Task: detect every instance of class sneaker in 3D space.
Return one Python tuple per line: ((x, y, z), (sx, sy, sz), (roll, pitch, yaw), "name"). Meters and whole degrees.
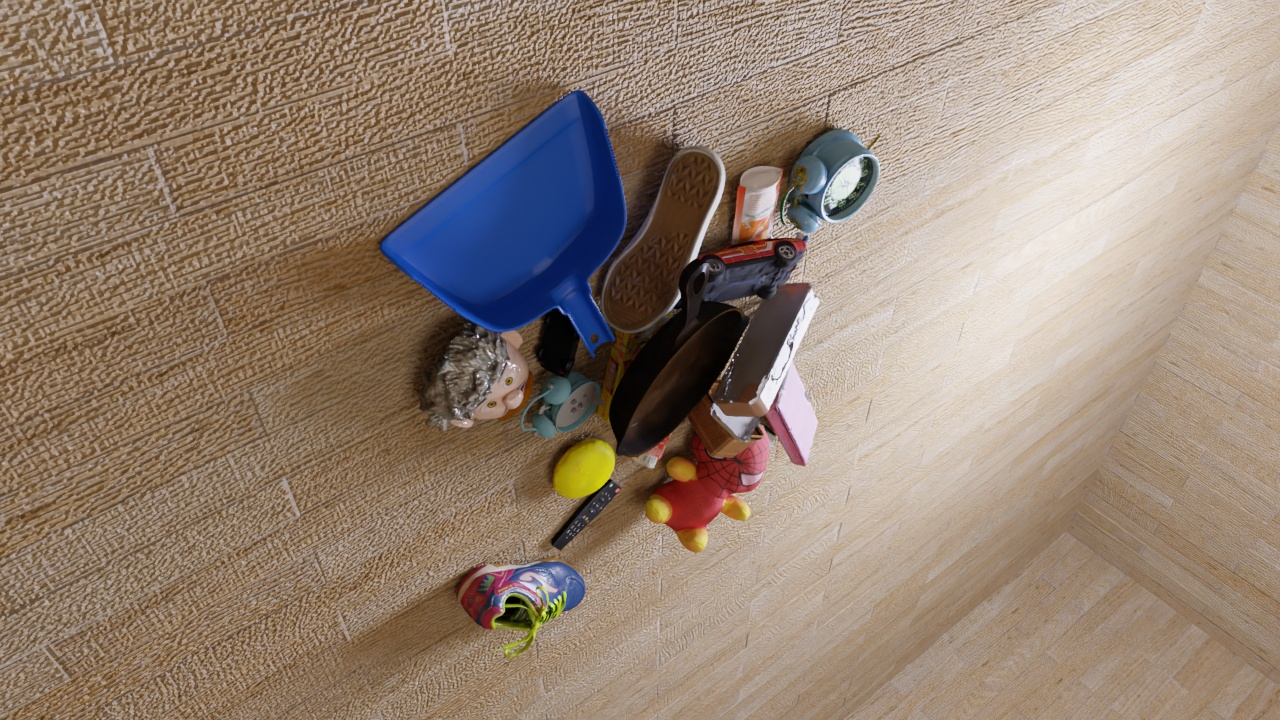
((-0.148, 0.343, 1.279), (0.241, 0.091, 0.116), (16, 108, -52), "sneaker")
((0.033, -0.136, 1.043), (0.236, 0.087, 0.079), (-62, 174, 25), "sneaker")

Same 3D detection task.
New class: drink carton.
((0.144, -0.182, 1.151), (0.069, 0.039, 0.122), (-25, 146, -20), "drink carton")

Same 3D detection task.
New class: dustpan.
((-0.094, -0.097, 0.940), (0.245, 0.059, 0.258), (-41, 140, -10), "dustpan")

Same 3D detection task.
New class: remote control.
((-0.079, 0.219, 1.305), (0.124, 0.010, 0.039), (-47, 144, -3), "remote control")

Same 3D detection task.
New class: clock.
((0.238, -0.227, 1.181), (0.161, 0.060, 0.118), (-31, 142, -17), "clock")
((-0.095, 0.054, 1.098), (0.122, 0.042, 0.088), (-18, 138, -47), "clock")

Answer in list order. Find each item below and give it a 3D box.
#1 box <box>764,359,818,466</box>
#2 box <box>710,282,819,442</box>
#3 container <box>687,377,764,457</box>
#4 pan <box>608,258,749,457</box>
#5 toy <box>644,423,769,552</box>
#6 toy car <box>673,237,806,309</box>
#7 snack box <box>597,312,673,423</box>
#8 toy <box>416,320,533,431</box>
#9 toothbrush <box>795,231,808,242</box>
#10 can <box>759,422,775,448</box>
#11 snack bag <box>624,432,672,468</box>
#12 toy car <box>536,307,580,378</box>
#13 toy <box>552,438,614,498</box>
((0.239, 0.084, 1.446), (0.233, 0.046, 0.097), (56, 39, -54), "box")
((0.176, -0.005, 1.231), (0.108, 0.095, 0.215), (-32, -156, 58), "box")
((0.114, 0.084, 1.301), (0.063, 0.114, 0.061), (8, 130, -42), "container")
((0.041, -0.015, 1.078), (0.248, 0.043, 0.357), (-44, 160, -22), "pan")
((0.107, 0.175, 1.381), (0.147, 0.099, 0.216), (41, 90, -23), "toy")
((0.122, -0.111, 1.161), (0.189, 0.056, 0.082), (-16, 151, -26), "toy car")
((-0.007, 0.007, 1.170), (0.075, 0.025, 0.153), (-17, 134, -38), "snack box")
((-0.164, 0.026, 0.989), (0.133, 0.076, 0.175), (-52, 153, 6), "toy")
((0.203, -0.135, 1.238), (0.021, 0.016, 0.132), (-42, 167, -21), "toothbrush")
((0.168, 0.147, 1.459), (0.101, 0.053, 0.053), (-55, 144, 10), "can")
((0.036, 0.074, 1.272), (0.087, 0.044, 0.155), (14, 108, -57), "snack bag")
((-0.088, -0.025, 1.045), (0.036, 0.042, 0.092), (-41, 152, -56), "toy car")
((-0.075, 0.144, 1.215), (0.094, 0.041, 0.096), (-4, 126, -38), "toy")
